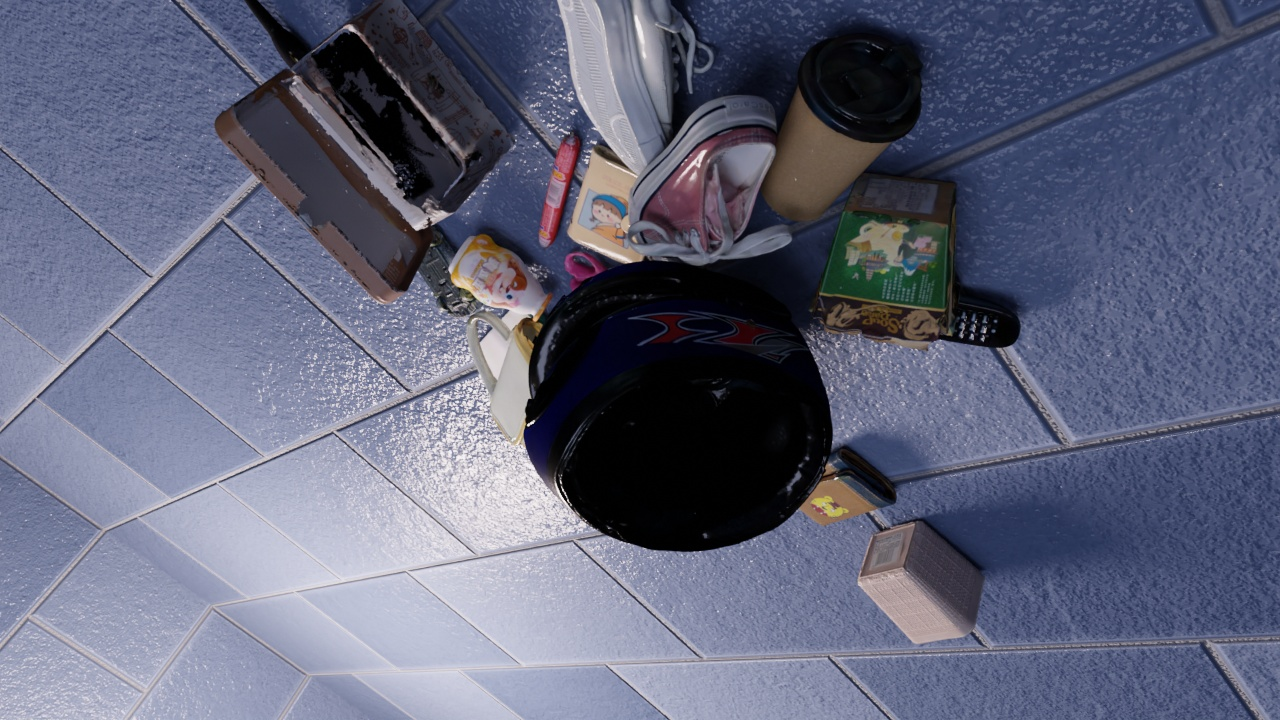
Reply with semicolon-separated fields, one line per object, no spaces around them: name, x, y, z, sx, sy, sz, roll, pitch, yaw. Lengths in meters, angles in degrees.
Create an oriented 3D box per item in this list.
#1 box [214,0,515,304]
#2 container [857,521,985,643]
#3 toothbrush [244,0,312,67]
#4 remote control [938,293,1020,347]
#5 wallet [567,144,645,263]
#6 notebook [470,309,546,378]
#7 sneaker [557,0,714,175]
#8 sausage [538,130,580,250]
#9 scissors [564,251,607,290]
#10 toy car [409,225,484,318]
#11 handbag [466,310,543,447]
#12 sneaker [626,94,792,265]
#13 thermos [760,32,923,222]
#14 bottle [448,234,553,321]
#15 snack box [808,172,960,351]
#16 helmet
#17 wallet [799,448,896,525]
box;-0.228;-0.176;0.765;0.111;0.258;0.179;-18;124;39
container;0.320;0.252;1.058;0.111;0.089;0.090;43;139;-13
toothbrush;-0.333;-0.296;0.881;0.026;0.027;0.212;-37;116;1
remote control;0.264;-0.042;0.810;0.136;0.024;0.053;13;141;20
wallet;-0.019;-0.141;0.870;0.087;0.024;0.115;31;141;4
notebook;-0.098;0.032;1.089;0.209;0.012;0.151;45;140;-5
sneaker;0.000;-0.241;0.713;0.089;0.090;0.242;46;169;25
sausage;-0.080;-0.161;0.885;0.020;0.020;0.156;26;141;2
scissors;-0.014;-0.072;0.951;0.137;0.017;0.073;17;140;8
toy car;-0.220;-0.102;1.022;0.054;0.036;0.120;-17;114;43
handbag;-0.139;0.025;1.063;0.179;0.063;0.164;37;138;10
sneaker;0.049;-0.119;0.742;0.118;0.087;0.241;-2;167;-15
thermos;0.145;-0.171;0.693;0.093;0.092;0.144;28;150;0
bottle;-0.147;-0.085;0.975;0.108;0.063;0.063;33;141;-7
snack box;0.204;-0.088;0.740;0.118;0.117;0.106;11;127;16
helmet;0.015;0.025;0.833;0.315;0.240;0.248;20;113;-41
wallet;0.220;0.147;1.044;0.090;0.033;0.116;38;144;-14
